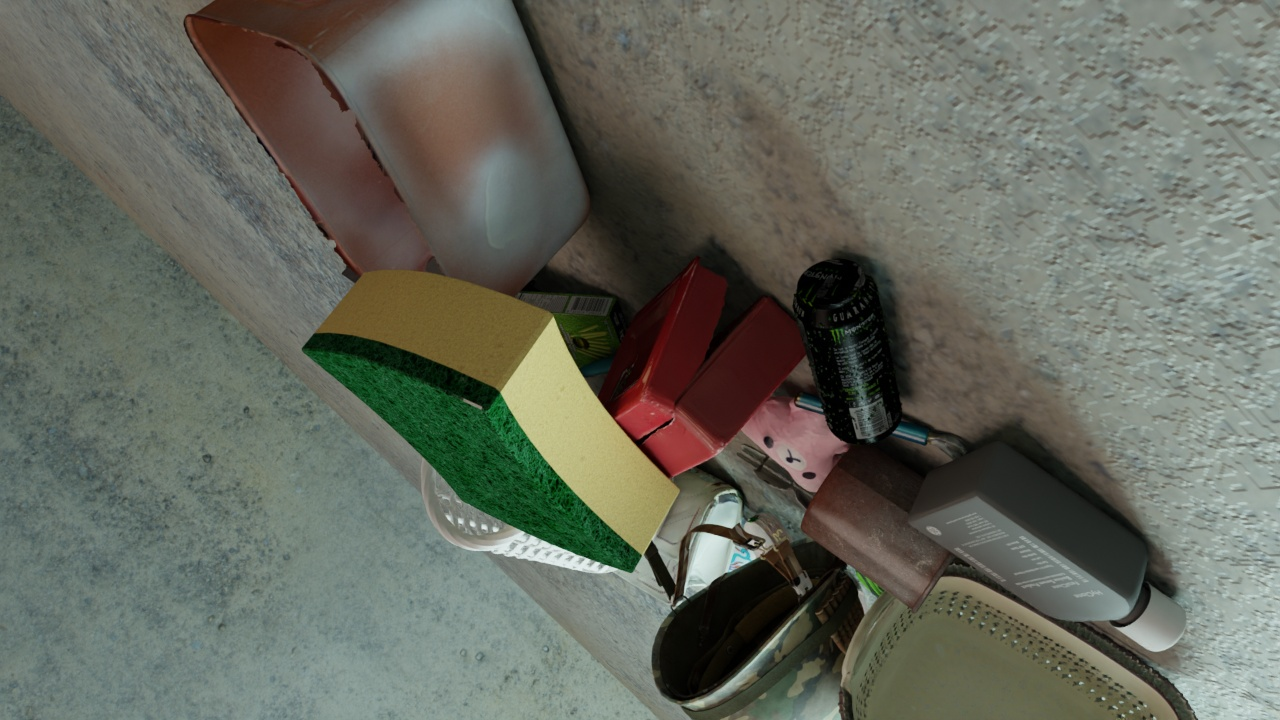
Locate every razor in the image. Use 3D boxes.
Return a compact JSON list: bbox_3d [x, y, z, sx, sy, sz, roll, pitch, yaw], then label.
[{"bbox_3d":[0.178,0.049,0.658,0.144,0.022,0.042,21,150,27],"label":"razor"}]

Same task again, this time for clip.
[{"bbox_3d":[0.126,0.105,0.847,0.102,0.040,0.054,30,168,26],"label":"clip"}]

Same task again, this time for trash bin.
[{"bbox_3d":[-0.167,-0.170,0.670,0.182,0.157,0.260,25,153,37],"label":"trash bin"}]

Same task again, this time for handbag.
[{"bbox_3d":[0.008,0.170,1.026,0.199,0.142,0.096,21,-169,42],"label":"handbag"}]

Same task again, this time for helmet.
[{"bbox_3d":[0.105,0.232,0.837,0.236,0.223,0.193,46,145,-14],"label":"helmet"}]

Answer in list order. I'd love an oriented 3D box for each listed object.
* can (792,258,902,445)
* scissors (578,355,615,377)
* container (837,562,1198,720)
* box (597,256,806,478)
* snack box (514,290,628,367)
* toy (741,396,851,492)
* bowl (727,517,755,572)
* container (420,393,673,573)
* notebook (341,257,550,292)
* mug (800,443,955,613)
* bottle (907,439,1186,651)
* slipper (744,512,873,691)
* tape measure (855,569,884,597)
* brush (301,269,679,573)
[{"bbox_3d":[0.137,-0.002,0.600,0.054,0.053,0.138,23,151,40],"label":"can"},{"bbox_3d":[-0.002,0.011,0.855,0.130,0.019,0.151,14,146,10],"label":"scissors"},{"bbox_3d":[0.287,0.286,0.723,0.252,0.184,0.143,30,166,24],"label":"container"},{"bbox_3d":[0.041,0.021,0.704,0.117,0.135,0.158,32,159,-9],"label":"box"},{"bbox_3d":[-0.084,-0.029,0.884,0.148,0.025,0.080,5,143,21],"label":"snack box"},{"bbox_3d":[0.131,0.059,0.728,0.099,0.052,0.096,44,146,-3],"label":"toy"},{"bbox_3d":[0.084,0.230,1.082,0.144,0.074,0.144,35,157,17],"label":"bowl"},{"bbox_3d":[-0.092,0.113,0.939,0.189,0.189,0.186,22,176,41],"label":"container"},{"bbox_3d":[-0.169,-0.057,0.931,0.231,0.019,0.170,37,141,-23],"label":"notebook"},{"bbox_3d":[0.194,0.126,0.710,0.110,0.096,0.123,40,-176,22],"label":"mug"},{"bbox_3d":[0.273,0.127,0.599,0.174,0.046,0.084,34,153,-1],"label":"bottle"},{"bbox_3d":[0.196,0.259,0.969,0.239,0.064,0.094,59,161,5],"label":"slipper"},{"bbox_3d":[0.226,0.190,0.827,0.065,0.035,0.059,37,148,23],"label":"tape measure"},{"bbox_3d":[-0.105,0.046,0.679,0.195,0.075,0.250,14,151,37],"label":"brush"}]
